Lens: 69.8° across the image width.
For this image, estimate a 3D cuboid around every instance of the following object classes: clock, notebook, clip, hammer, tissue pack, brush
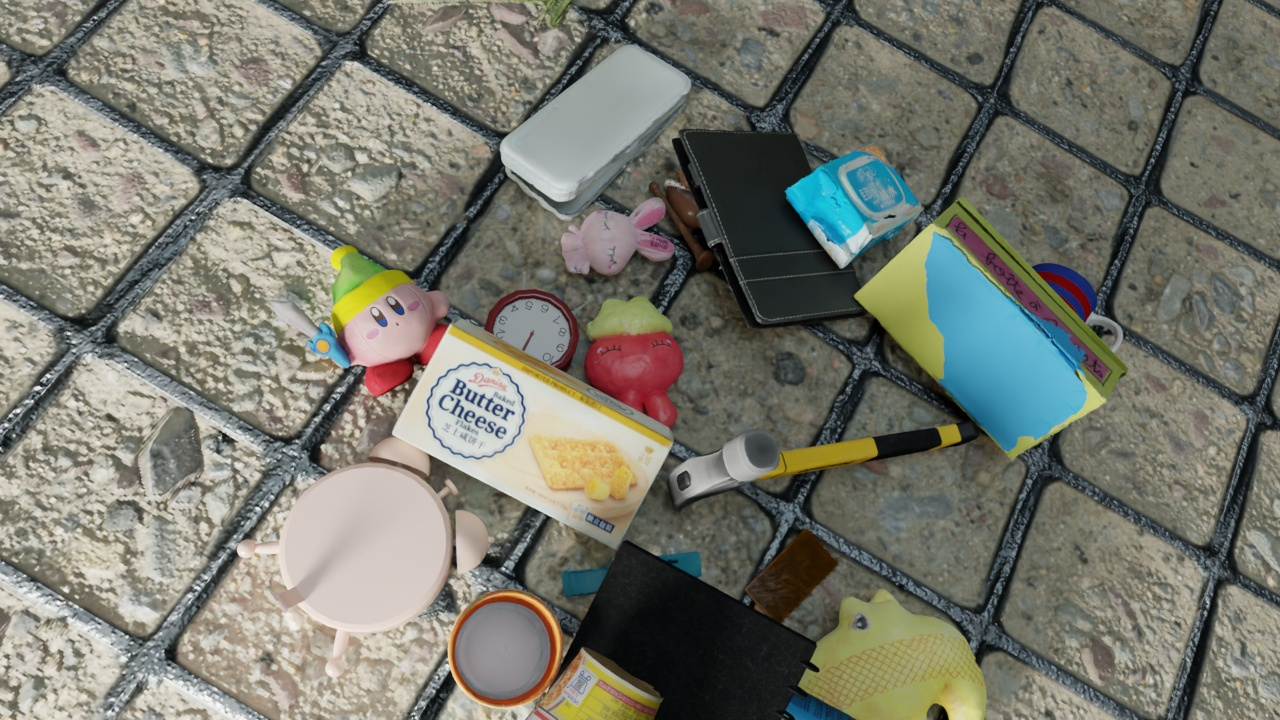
[{"bbox_3d":[-0.102,-0.009,0.815,0.087,0.044,0.124,25,67,-2],"label":"clock"},{"bbox_3d":[0.010,0.276,0.676,0.169,0.019,0.231,26,88,11],"label":"notebook"},{"bbox_3d":[-0.016,0.179,0.765,0.119,0.120,0.033,-18,72,18],"label":"clip"},{"bbox_3d":[-0.213,0.145,0.725,0.160,0.086,0.131,-36,82,-26],"label":"clock"},{"bbox_3d":[0.171,0.084,0.804,0.323,0.170,0.034,-5,72,-28],"label":"hammer"},{"bbox_3d":[0.212,-0.154,0.898,0.144,0.062,0.093,-31,84,-40],"label":"tissue pack"},{"bbox_3d":[0.127,-0.131,0.886,0.169,0.030,0.209,-9,69,-35],"label":"notebook"},{"bbox_3d":[0.120,0.203,0.801,0.126,0.017,0.048,-39,83,-20],"label":"brush"}]

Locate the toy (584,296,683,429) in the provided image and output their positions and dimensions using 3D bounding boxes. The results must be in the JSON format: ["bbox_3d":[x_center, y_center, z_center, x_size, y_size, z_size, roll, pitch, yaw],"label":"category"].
[{"bbox_3d":[-0.005,0.005,0.828,0.091,0.045,0.135,-4,70,-10],"label":"toy"}]

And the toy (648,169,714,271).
[{"bbox_3d":[0.052,-0.143,0.893,0.054,0.042,0.102,-31,74,-6],"label":"toy"}]

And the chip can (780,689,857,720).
[{"bbox_3d":[0.075,0.268,0.720,0.229,0.080,0.079,28,68,9],"label":"chip can"}]

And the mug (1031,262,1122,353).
[{"bbox_3d":[0.411,-0.034,0.901,0.112,0.075,0.076,34,67,23],"label":"mug"}]

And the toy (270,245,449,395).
[{"bbox_3d":[-0.234,-0.039,0.792,0.124,0.097,0.131,-35,100,-14],"label":"toy"}]

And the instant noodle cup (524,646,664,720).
[{"bbox_3d":[-0.043,0.265,0.635,0.100,0.100,0.112,30,80,0],"label":"instant noodle cup"}]

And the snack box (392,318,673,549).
[{"bbox_3d":[-0.086,0.059,0.760,0.208,0.057,0.104,28,94,-6],"label":"snack box"}]

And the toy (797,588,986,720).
[{"bbox_3d":[0.205,0.274,0.772,0.170,0.065,0.155,-11,85,-6],"label":"toy"}]

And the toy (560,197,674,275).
[{"bbox_3d":[-0.020,-0.115,0.867,0.109,0.047,0.063,-18,84,-20],"label":"toy"}]

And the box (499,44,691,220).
[{"bbox_3d":[-0.039,-0.234,0.902,0.118,0.063,0.213,42,70,7],"label":"box"}]

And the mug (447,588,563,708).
[{"bbox_3d":[-0.105,0.221,0.703,0.082,0.105,0.082,3,71,-10],"label":"mug"}]

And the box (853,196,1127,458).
[{"bbox_3d":[0.323,-0.028,0.857,0.221,0.125,0.079,45,47,7],"label":"box"}]
